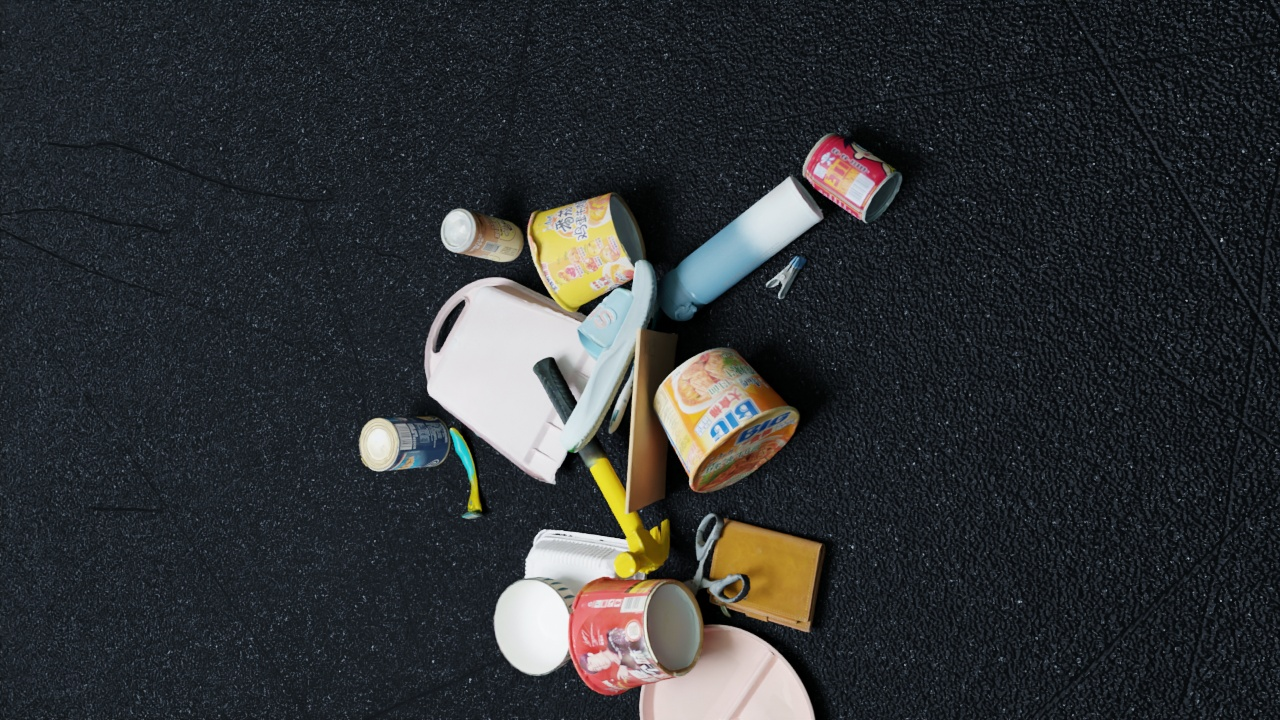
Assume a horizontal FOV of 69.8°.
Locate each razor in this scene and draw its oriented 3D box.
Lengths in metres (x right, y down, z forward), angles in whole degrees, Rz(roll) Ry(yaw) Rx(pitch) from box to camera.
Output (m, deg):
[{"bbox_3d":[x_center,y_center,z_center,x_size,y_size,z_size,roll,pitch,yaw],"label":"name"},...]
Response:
[{"bbox_3d":[-0.249,0.159,1.309,0.043,0.028,0.132,-26,76,57],"label":"razor"}]

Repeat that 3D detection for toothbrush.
[{"bbox_3d":[-0.007,0.007,1.191,0.018,0.016,0.192,29,101,37],"label":"toothbrush"}]

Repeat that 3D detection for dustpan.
[{"bbox_3d":[-0.175,0.003,1.269,0.273,0.139,0.222,32,91,-1],"label":"dustpan"}]

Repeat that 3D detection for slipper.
[{"bbox_3d":[-0.047,-0.009,1.100,0.074,0.104,0.245,24,81,3],"label":"slipper"}]

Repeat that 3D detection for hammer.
[{"bbox_3d":[-0.053,0.127,1.143,0.033,0.128,0.300,-37,73,22],"label":"hammer"}]

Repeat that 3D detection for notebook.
[{"bbox_3d":[0.013,0.069,1.101,0.012,0.149,0.211,4,90,17],"label":"notebook"}]

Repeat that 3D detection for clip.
[{"bbox_3d":[0.175,-0.102,1.093,0.027,0.024,0.056,48,115,25],"label":"clip"}]

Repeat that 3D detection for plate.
[{"bbox_3d":[0.105,0.433,1.106,0.230,0.028,0.229,-1,88,29],"label":"plate"}]

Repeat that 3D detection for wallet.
[{"bbox_3d":[0.145,0.260,1.086,0.131,0.035,0.119,10,93,30],"label":"wallet"}]

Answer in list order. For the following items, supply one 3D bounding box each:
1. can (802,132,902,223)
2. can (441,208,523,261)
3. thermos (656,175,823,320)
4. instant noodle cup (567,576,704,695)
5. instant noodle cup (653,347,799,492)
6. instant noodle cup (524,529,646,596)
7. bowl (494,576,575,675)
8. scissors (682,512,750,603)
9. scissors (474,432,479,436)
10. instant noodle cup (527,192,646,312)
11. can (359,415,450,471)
[{"bbox_3d":[0.238,-0.208,1.036,0.094,0.066,0.067,41,107,24],"label":"can"},{"bbox_3d":[-0.214,-0.169,1.253,0.059,0.116,0.058,-1,88,28],"label":"can"},{"bbox_3d":[0.114,-0.128,1.102,0.221,0.070,0.070,-37,71,22],"label":"thermos"},{"bbox_3d":[-0.001,0.317,1.070,0.109,0.137,0.138,-20,78,39],"label":"instant noodle cup"},{"bbox_3d":[0.093,0.064,1.066,0.152,0.151,0.111,-45,61,20],"label":"instant noodle cup"},{"bbox_3d":[-0.081,0.298,1.195,0.174,0.060,0.138,2,89,27],"label":"instant noodle cup"},{"bbox_3d":[-0.117,0.325,1.141,0.117,0.066,0.116,-2,86,28],"label":"bowl"},{"bbox_3d":[0.073,0.269,1.106,0.159,0.014,0.181,20,96,57],"label":"scissors"},{"bbox_3d":[-0.159,0.059,1.269,0.181,0.019,0.170,41,104,26],"label":"scissors"},{"bbox_3d":[-0.062,-0.143,1.165,0.110,0.138,0.138,-19,79,18],"label":"instant noodle cup"},{"bbox_3d":[-0.337,0.117,1.311,0.075,0.111,0.075,-1,87,28],"label":"can"}]
